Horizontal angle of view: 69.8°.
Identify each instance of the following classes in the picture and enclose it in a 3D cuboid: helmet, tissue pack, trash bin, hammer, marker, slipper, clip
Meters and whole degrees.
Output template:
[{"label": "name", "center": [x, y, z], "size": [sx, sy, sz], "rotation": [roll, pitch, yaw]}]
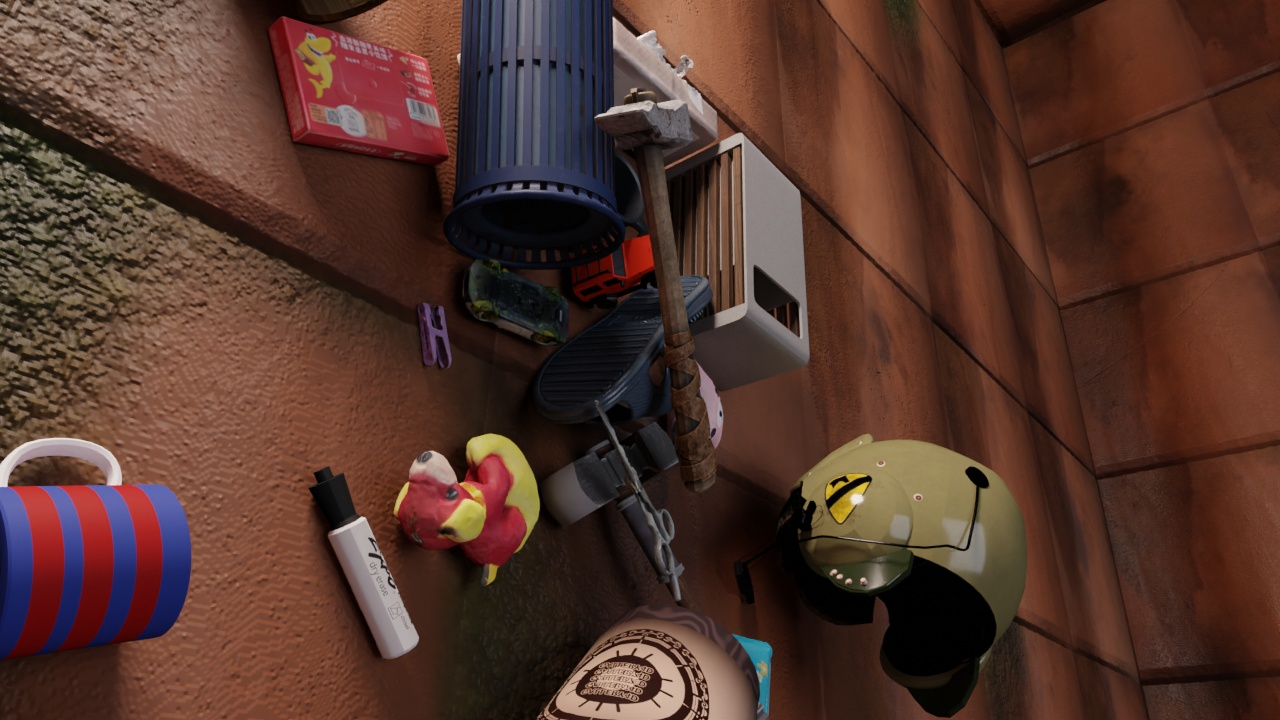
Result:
[{"label": "helmet", "center": [0.235, 0.189, 0.883], "size": [0.250, 0.256, 0.232], "rotation": [54, 41, -25]}, {"label": "tissue pack", "center": [-0.001, -0.275, 0.941], "size": [0.181, 0.104, 0.071], "rotation": [29, 49, -42]}, {"label": "trash bin", "center": [0.095, -0.102, 0.976], "size": [0.114, 0.115, 0.228], "rotation": [32, 50, -42]}, {"label": "hammer", "center": [0.045, 0.210, 0.757], "size": [0.155, 0.043, 0.322], "rotation": [-20, 77, -55]}, {"label": "marker", "center": [-0.175, 0.126, 0.576], "size": [0.025, 0.025, 0.126], "rotation": [-29, 97, -55]}, {"label": "slipper", "center": [-0.005, 0.005, 0.815], "size": [0.262, 0.101, 0.082], "rotation": [-48, 129, -52]}, {"label": "clip", "center": [-0.157, -0.020, 0.684], "size": [0.037, 0.013, 0.053], "rotation": [30, 49, -44]}, {"label": "trash bin", "center": [-0.084, -0.215, 0.744], "size": [0.139, 0.140, 0.249], "rotation": [18, 65, -49]}, {"label": "hammer", "center": [0.024, -0.050, 0.719], "size": [0.121, 0.049, 0.319], "rotation": [-42, 125, -67]}]

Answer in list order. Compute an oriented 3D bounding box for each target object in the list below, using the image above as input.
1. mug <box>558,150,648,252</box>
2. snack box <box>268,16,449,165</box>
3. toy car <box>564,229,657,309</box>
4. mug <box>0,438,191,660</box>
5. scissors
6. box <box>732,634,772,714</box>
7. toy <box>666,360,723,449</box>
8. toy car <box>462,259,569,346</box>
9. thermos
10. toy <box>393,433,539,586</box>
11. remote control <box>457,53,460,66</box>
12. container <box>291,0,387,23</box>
[{"label": "mug", "center": [-0.037, -0.134, 0.843], "size": [0.105, 0.078, 0.071], "rotation": [45, 42, -32]}, {"label": "snack box", "center": [-0.208, -0.199, 0.692], "size": [0.132, 0.021, 0.089], "rotation": [-4, 77, -54]}, {"label": "toy car", "center": [-0.019, -0.083, 0.823], "size": [0.048, 0.100, 0.051], "rotation": [25, 52, -53]}, {"label": "mug", "center": [-0.273, 0.082, 0.434], "size": [0.076, 0.075, 0.112], "rotation": [8, 41, -52]}, {"label": "scissors", "center": [-0.001, 0.109, 0.701], "size": [0.090, 0.014, 0.172], "rotation": [-88, 153, -47]}, {"label": "box", "center": [0.078, 0.354, 0.770], "size": [0.172, 0.084, 0.226], "rotation": [40, 45, -35]}, {"label": "toy", "center": [0.056, 0.055, 0.905], "size": [0.096, 0.053, 0.099], "rotation": [44, 44, -52]}, {"label": "toy car", "center": [-0.103, -0.045, 0.750], "size": [0.105, 0.033, 0.048], "rotation": [24, 57, -41]}, {"label": "thermos", "center": [-0.009, 0.283, 0.612], "size": [0.173, 0.173, 0.225], "rotation": [62, 29, -11]}, {"label": "toy", "center": [-0.116, 0.105, 0.644], "size": [0.137, 0.067, 0.105], "rotation": [5, 72, -66]}, {"label": "remote control", "center": [-0.127, -0.280, 0.846], "size": [0.038, 0.018, 0.125], "rotation": [58, 35, -17]}, {"label": "container", "center": [-0.232, -0.352, 0.649], "size": [0.167, 0.132, 0.131], "rotation": [58, 36, -7]}]
